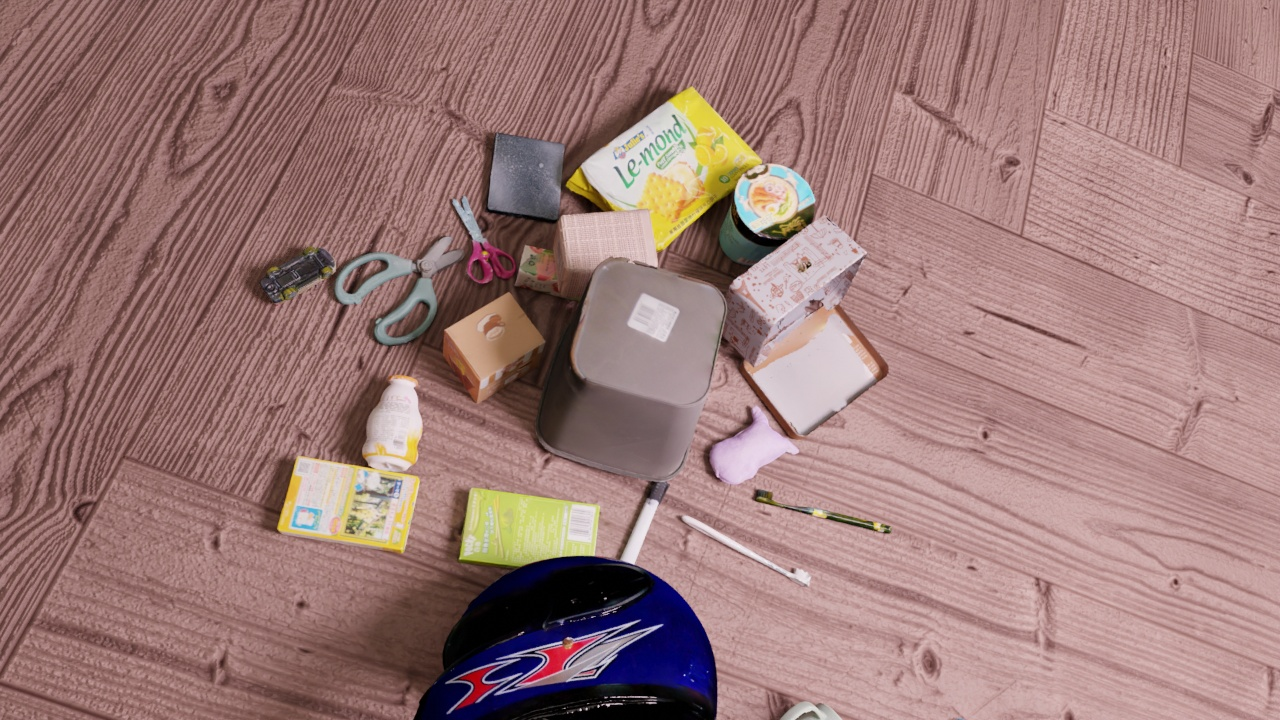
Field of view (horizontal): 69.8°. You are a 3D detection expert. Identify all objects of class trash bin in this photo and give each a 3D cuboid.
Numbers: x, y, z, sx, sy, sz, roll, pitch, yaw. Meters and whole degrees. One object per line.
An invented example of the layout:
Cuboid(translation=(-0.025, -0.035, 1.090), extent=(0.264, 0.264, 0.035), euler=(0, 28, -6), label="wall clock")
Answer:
Cuboid(translation=(-0.006, 0.006, 1.066), extent=(0.199, 0.220, 0.198), euler=(15, 66, -3), label="trash bin")

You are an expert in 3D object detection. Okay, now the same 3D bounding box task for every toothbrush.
Cuboid(translation=(0.131, 0.233, 1.135), extent=(0.180, 0.016, 0.016), euler=(28, 60, -3), label="toothbrush")
Cuboid(translation=(0.235, 0.194, 1.174), extent=(0.186, 0.012, 0.017), euler=(15, 58, -7), label="toothbrush")

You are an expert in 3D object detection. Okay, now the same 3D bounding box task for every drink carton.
Cuboid(translation=(-0.096, -0.109, 1.180), extent=(0.122, 0.054, 0.045), euler=(12, 69, -9), label="drink carton")

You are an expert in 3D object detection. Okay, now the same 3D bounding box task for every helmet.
Cuboid(translation=(-0.084, 0.322, 0.932), extent=(0.315, 0.248, 0.240), euler=(-1, 29, -20), label="helmet")

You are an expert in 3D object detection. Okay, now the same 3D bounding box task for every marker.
Cuboid(translation=(0.004, 0.201, 1.116), extent=(0.022, 0.018, 0.130), euler=(28, 67, -11), label="marker")

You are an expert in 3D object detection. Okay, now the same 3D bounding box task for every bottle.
Cuboid(translation=(-0.285, 0.072, 1.069), extent=(0.063, 0.063, 0.108), euler=(8, 69, -10), label="bottle")

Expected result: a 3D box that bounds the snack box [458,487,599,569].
Cuboid(translation=(-0.130, 0.203, 1.080), extent=(0.156, 0.026, 0.085), euler=(9, 70, -10), label="snack box")

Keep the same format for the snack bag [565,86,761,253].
Cuboid(translation=(0.038, -0.252, 1.252), extent=(0.246, 0.068, 0.158), euler=(-40, 85, -22), label="snack bag")

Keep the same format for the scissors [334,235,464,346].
Cuboid(translation=(-0.283, -0.087, 1.150), extent=(0.178, 0.019, 0.161), euler=(-25, 78, -22), label="scissors")

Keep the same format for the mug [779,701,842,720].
Cuboid(translation=(0.181, 0.440, 1.030), extent=(0.106, 0.082, 0.112), euler=(-27, 111, -16), label="mug")

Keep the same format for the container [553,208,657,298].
Cuboid(translation=(-0.046, -0.128, 1.123), extent=(0.111, 0.090, 0.089), euler=(-4, 68, -13), label="container")

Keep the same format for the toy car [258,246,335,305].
Cuboid(translation=(-0.414, -0.103, 1.115), extent=(0.090, 0.035, 0.042), euler=(-37, 84, -22), label="toy car")

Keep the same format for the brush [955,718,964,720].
Cuboid(translation=(0.265, 0.496, 1.043), extent=(0.314, 0.110, 0.060), euler=(-28, 71, -12), label="brush")

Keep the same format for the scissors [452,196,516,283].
Cuboid(translation=(-0.205, -0.161, 1.196), extent=(0.072, 0.017, 0.137), euler=(-11, 69, -26), label="scissors")

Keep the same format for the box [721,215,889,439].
Cuboid(translation=(0.223, -0.044, 1.173), extent=(0.180, 0.158, 0.217), euler=(-33, 81, -21), label="box")

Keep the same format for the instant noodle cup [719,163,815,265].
Cuboid(translation=(0.160, -0.187, 1.229), extent=(0.111, 0.121, 0.111), euler=(4, 72, -12), label="instant noodle cup")

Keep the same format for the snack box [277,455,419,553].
Cuboid(translation=(-0.330, 0.165, 1.045), extent=(0.140, 0.034, 0.086), euler=(10, 69, -8), label="snack box")

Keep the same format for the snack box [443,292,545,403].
Cuboid(translation=(-0.178, -0.014, 1.106), extent=(0.092, 0.094, 0.077), euler=(-33, 81, -21), label="snack box")

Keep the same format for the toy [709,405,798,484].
Cuboid(translation=(0.135, 0.113, 1.165), extent=(0.108, 0.039, 0.084), euler=(-33, 67, -16), label="toy")

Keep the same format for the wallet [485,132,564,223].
Cuboid(translation=(-0.154, -0.247, 1.234), extent=(0.097, 0.019, 0.120), euler=(7, 72, -11), label="wallet")
